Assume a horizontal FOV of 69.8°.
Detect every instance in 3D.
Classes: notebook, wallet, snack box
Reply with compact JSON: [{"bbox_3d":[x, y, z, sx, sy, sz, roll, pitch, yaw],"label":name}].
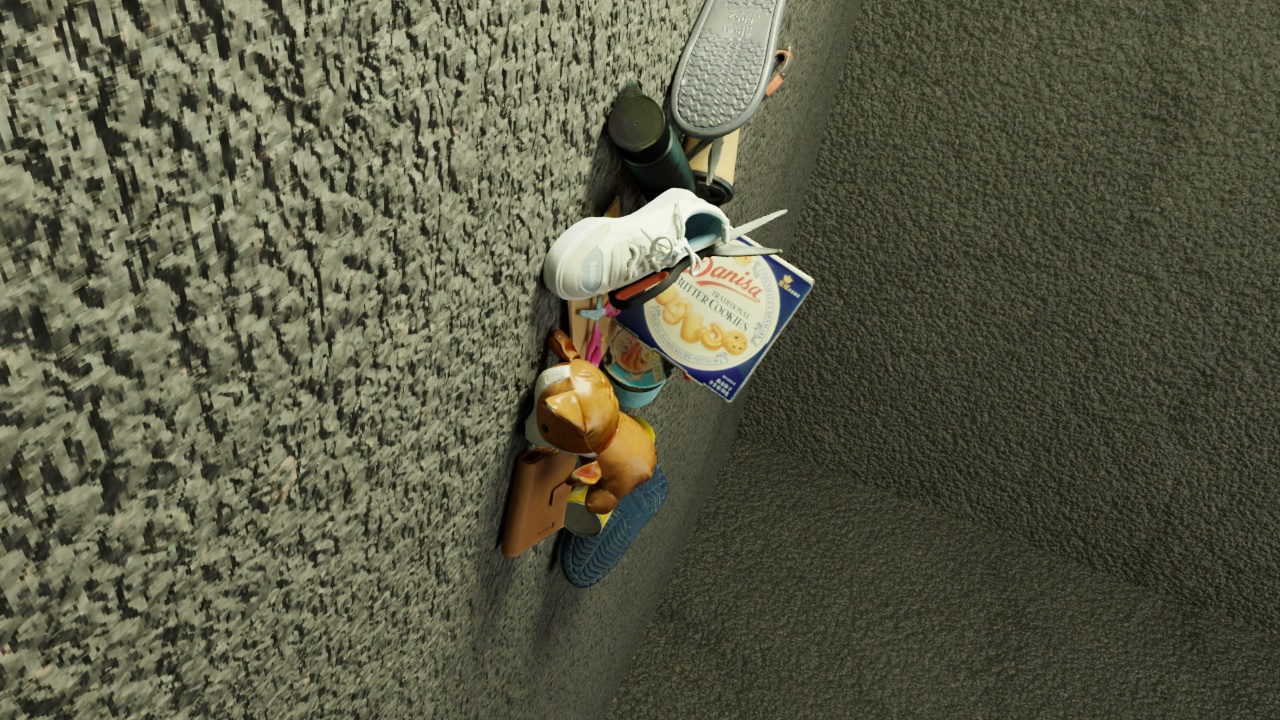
[{"bbox_3d":[-0.052,-0.069,1.079,0.208,0.008,0.147,91,20,-46],"label":"notebook"},{"bbox_3d":[-0.119,0.160,1.098,0.107,0.031,0.132,-22,131,-55],"label":"wallet"},{"bbox_3d":[0.090,-0.071,1.138,0.182,0.178,0.045,-56,167,6],"label":"snack box"}]

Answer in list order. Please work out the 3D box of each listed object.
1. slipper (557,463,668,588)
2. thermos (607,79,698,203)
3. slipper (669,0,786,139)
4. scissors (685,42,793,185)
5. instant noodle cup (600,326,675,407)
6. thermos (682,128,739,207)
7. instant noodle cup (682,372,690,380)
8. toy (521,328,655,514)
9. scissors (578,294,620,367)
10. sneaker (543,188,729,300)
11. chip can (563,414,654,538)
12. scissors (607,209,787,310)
[{"bbox_3d":[-0.055,0.250,1.461,0.095,0.105,0.252,-18,-160,50],"label":"slipper"},{"bbox_3d":[0.018,-0.236,1.033,0.242,0.068,0.090,34,53,-78],"label":"thermos"},{"bbox_3d":[0.118,-0.384,1.137,0.083,0.111,0.268,69,39,-77],"label":"slipper"},{"bbox_3d":[0.112,-0.317,1.172,0.015,0.189,0.222,33,51,-40],"label":"scissors"},{"bbox_3d":[-0.007,0.007,1.254,0.121,0.111,0.111,105,9,-66],"label":"instant noodle cup"},{"bbox_3d":[0.094,-0.282,1.263,0.093,0.093,0.143,65,37,-74],"label":"thermos"},{"bbox_3d":[0.047,-0.046,1.333,0.116,0.124,0.116,65,46,-73],"label":"instant noodle cup"},{"bbox_3d":[-0.064,0.072,1.018,0.200,0.130,0.140,67,8,-46],"label":"toy"},{"bbox_3d":[-0.046,-0.053,1.072,0.134,0.017,0.133,-48,147,-57],"label":"scissors"},{"bbox_3d":[0.005,-0.114,0.968,0.241,0.091,0.090,-31,139,-41],"label":"sneaker"},{"bbox_3d":[-0.047,0.172,1.395,0.212,0.072,0.072,-57,163,-49],"label":"chip can"},{"bbox_3d":[0.056,-0.120,1.058,0.231,0.221,0.022,-38,126,-17],"label":"scissors"}]
